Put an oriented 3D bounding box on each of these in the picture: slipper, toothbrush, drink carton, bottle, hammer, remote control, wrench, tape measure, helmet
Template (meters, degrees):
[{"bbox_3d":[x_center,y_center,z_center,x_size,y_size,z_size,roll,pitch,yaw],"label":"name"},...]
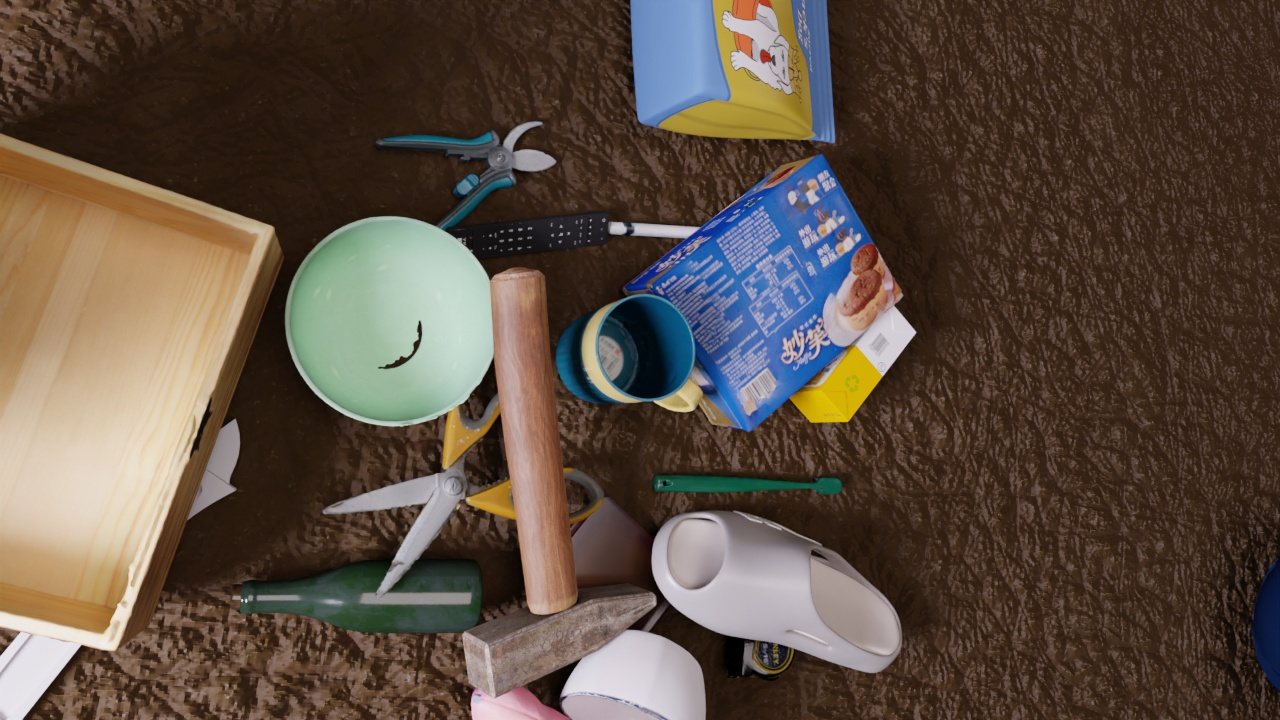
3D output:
[{"bbox_3d":[0.139,0.191,0.788,0.265,0.081,0.112,27,46,-20],"label":"slipper"},{"bbox_3d":[0.056,-0.118,0.833,0.186,0.012,0.017,0,73,-23],"label":"toothbrush"},{"bbox_3d":[0.198,0.000,0.859,0.040,0.059,0.122,46,70,-14],"label":"drink carton"},{"bbox_3d":[-0.207,0.173,0.674,0.174,0.055,0.055,6,84,-22],"label":"bottle"},{"bbox_3d":[-0.071,0.080,0.688,0.157,0.037,0.301,-13,101,-39],"label":"hammer"},{"bbox_3d":[-0.092,-0.103,0.761,0.139,0.009,0.030,-10,128,-24],"label":"remote control"},{"bbox_3d":[0.099,0.112,0.832,0.189,0.017,0.016,4,85,-22],"label":"toothbrush"},{"bbox_3d":[-0.376,0.141,0.623,0.086,0.018,0.272,40,73,-16],"label":"wrench"},{"bbox_3d":[0.106,0.251,0.812,0.061,0.034,0.061,11,68,-16],"label":"tape measure"},{"bbox_3d":[0.803,0.322,1.002,0.232,0.224,0.271,14,50,-8],"label":"helmet"}]

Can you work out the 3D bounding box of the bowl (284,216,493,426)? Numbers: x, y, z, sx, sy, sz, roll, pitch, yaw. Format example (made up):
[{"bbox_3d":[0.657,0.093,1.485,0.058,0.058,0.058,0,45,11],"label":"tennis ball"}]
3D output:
[{"bbox_3d":[-0.187,-0.026,0.684,0.150,0.077,0.151,2,85,-23],"label":"bowl"}]

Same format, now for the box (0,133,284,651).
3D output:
[{"bbox_3d":[-0.381,-0.009,0.463,0.284,0.324,0.279,18,80,-12],"label":"box"}]

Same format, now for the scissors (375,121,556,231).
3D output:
[{"bbox_3d":[-0.145,-0.159,0.745,0.124,0.019,0.153,37,71,-18],"label":"scissors"}]

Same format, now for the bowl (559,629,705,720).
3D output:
[{"bbox_3d":[0.000,0.264,0.730,0.116,0.117,0.065,38,50,-16],"label":"bowl"}]

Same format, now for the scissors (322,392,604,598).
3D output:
[{"bbox_3d":[-0.122,0.094,0.710,0.216,0.016,0.224,36,59,-17],"label":"scissors"}]

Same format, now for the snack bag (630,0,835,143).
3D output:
[{"bbox_3d":[0.099,-0.283,0.823,0.204,0.102,0.159,-1,86,-35],"label":"snack bag"}]

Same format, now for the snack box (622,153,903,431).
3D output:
[{"bbox_3d":[0.111,-0.060,0.811,0.202,0.069,0.155,-39,105,-18],"label":"snack box"}]

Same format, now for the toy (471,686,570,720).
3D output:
[{"bbox_3d":[-0.044,0.330,0.703,0.192,0.096,0.236,-39,103,15],"label":"toy"}]

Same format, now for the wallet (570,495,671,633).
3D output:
[{"bbox_3d":[-0.018,0.180,0.777,0.115,0.018,0.091,46,70,-17],"label":"wallet"}]

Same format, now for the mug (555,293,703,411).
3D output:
[{"bbox_3d":[-0.004,0.004,0.745,0.113,0.107,0.083,38,70,-16],"label":"mug"}]
